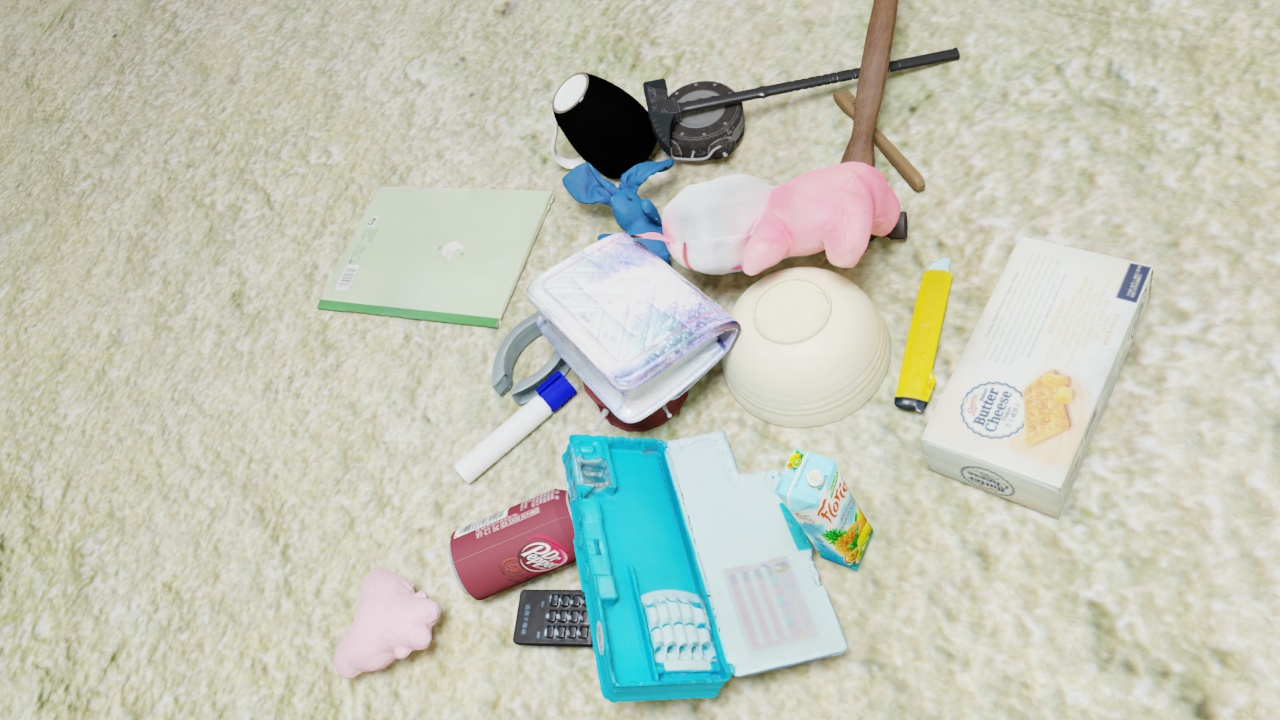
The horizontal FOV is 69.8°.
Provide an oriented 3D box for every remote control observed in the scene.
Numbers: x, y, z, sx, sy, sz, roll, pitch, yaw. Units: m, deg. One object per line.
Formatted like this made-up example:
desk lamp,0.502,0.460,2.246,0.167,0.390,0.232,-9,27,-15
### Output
remote control,-0.029,0.211,0.746,0.150,0.022,0.047,-4,57,17

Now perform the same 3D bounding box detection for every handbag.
handbag,-0.008,-0.033,0.805,0.126,0.069,0.158,-34,54,-17

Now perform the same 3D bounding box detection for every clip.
clip,-0.075,-0.024,0.908,0.108,0.028,0.163,20,68,29

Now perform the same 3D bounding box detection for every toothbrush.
toothbrush,0.238,-0.224,0.919,0.016,0.016,0.166,-24,53,-3

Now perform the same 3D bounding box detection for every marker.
marker,-0.119,0.063,0.870,0.133,0.027,0.023,-40,18,-7

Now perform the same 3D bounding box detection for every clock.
clock,0.065,-0.250,0.983,0.091,0.044,0.122,5,62,16
clock,-0.005,0.005,0.849,0.096,0.048,0.137,-11,57,14

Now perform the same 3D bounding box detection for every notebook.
notebook,-0.236,-0.124,1.045,0.253,0.010,0.181,6,62,25

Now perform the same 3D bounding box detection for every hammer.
hammer,0.222,-0.257,0.900,0.115,0.033,0.322,6,74,25
hammer,0.169,-0.280,0.947,0.325,0.015,0.094,-11,61,1

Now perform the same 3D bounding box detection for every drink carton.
drink carton,0.137,0.111,0.676,0.039,0.129,0.044,14,65,36

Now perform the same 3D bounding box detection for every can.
can,-0.102,0.156,0.782,0.114,0.063,0.063,-24,54,6

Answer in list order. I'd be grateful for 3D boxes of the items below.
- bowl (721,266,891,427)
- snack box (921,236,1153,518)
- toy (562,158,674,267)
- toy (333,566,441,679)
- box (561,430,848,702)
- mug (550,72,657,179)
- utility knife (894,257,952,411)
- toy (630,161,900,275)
bowl,0.136,-0.025,0.796,0.151,0.075,0.150,-10,56,15
snack box,0.311,0.007,0.718,0.104,0.057,0.207,20,68,31
toy,-0.001,-0.140,0.921,0.113,0.071,0.176,-30,61,15
toy,-0.212,0.225,0.786,0.096,0.053,0.098,-5,53,26
box,0.040,0.150,0.727,0.185,0.056,0.226,-3,45,-13
mug,-0.056,-0.251,0.992,0.119,0.100,0.084,-22,52,32
utility knife,0.247,-0.026,0.790,0.030,0.017,0.162,10,64,21
toy,0.110,-0.123,0.811,0.214,0.084,0.141,-1,23,34
